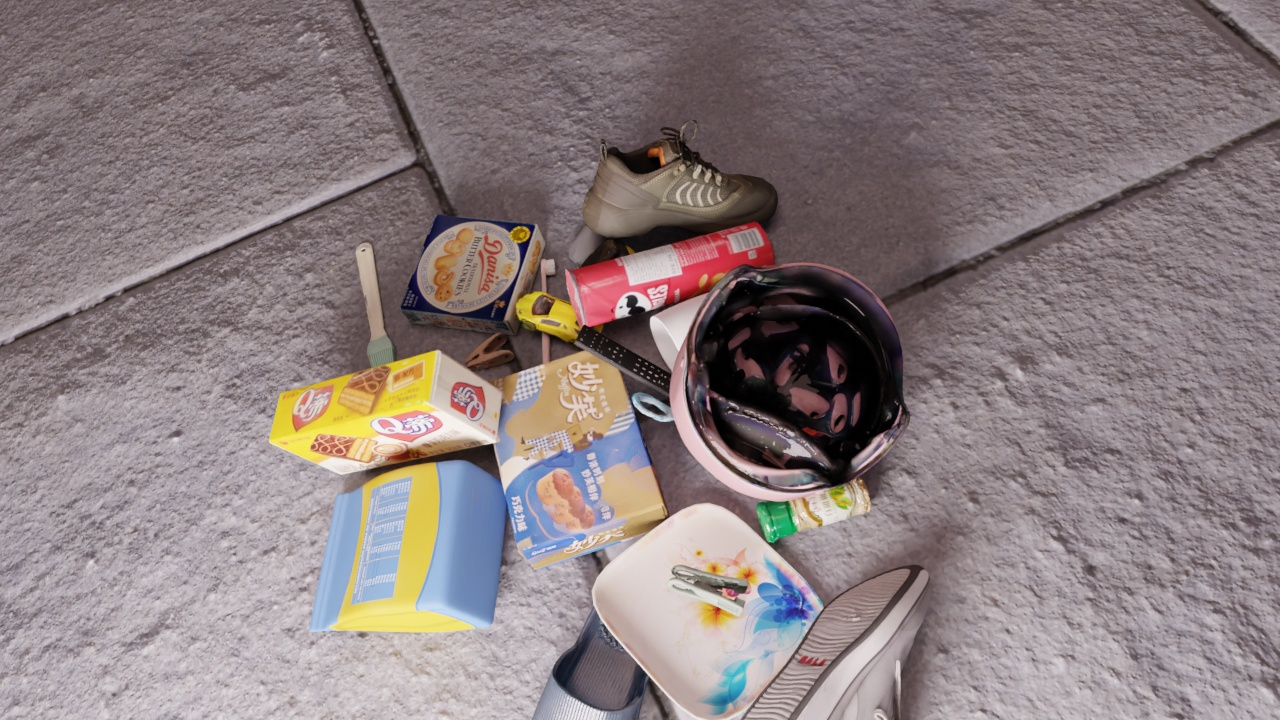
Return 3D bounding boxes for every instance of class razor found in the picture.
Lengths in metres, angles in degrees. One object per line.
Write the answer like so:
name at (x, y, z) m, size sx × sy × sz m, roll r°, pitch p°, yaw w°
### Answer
razor at (-0.037, -0.186, 1.147) m, size 0.057 × 0.060 × 0.156 m, roll 30°, pitch 90°, yaw 35°

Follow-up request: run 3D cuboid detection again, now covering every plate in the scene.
plate at (0.065, 0.238, 0.883) m, size 0.186 × 0.016 × 0.187 m, roll -31°, pitch 61°, yaw -31°

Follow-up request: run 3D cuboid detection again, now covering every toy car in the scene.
toy car at (-0.096, -0.051, 1.082) m, size 0.107 × 0.030 × 0.049 m, roll 19°, pitch 59°, yaw 2°

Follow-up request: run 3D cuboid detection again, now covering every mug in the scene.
mug at (0.062, -0.037, 1.040) m, size 0.087 × 0.081 × 0.114 m, roll -27°, pitch 29°, yaw -12°

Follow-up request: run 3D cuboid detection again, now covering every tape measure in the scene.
tape measure at (-0.034, -0.111, 1.097) m, size 0.066 × 0.064 × 0.037 m, roll -44°, pitch 48°, yaw 23°

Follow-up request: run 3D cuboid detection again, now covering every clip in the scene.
clip at (-0.177, -0.003, 1.088) m, size 0.060 × 0.024 × 0.039 m, roll -40°, pitch 59°, yaw -1°
clip at (0.063, 0.222, 0.870) m, size 0.078 × 0.023 × 0.049 m, roll 8°, pitch 47°, yaw -6°

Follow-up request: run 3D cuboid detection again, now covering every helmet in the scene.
helmet at (0.144, 0.027, 0.930) m, size 0.230 × 0.153 × 0.254 m, roll 34°, pitch 65°, yaw 2°

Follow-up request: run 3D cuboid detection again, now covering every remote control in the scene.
remote control at (-0.006, 0.006, 0.993) m, size 0.140 × 0.009 × 0.030 m, roll 30°, pitch 44°, yaw -7°

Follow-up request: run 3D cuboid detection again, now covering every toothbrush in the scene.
toothbrush at (-0.111, -0.048, 1.105) m, size 0.018 × 0.016 × 0.181 m, roll -4°, pitch 60°, yaw 1°

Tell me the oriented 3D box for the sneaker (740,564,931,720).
sneaker at (0.201, 0.298, 0.820) m, size 0.262 × 0.097 × 0.128 m, roll -43°, pitch 99°, yaw -30°

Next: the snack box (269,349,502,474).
snack box at (-0.273, 0.060, 0.979) m, size 0.231 × 0.110 × 0.061 m, roll -13°, pitch 58°, yaw 27°

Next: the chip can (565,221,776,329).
chip can at (0.035, -0.099, 1.054) m, size 0.233 × 0.073 × 0.073 m, roll -16°, pitch 60°, yaw -9°

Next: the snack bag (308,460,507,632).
snack bag at (-0.251, 0.199, 0.955) m, size 0.206 × 0.102 × 0.158 m, roll -11°, pitch 59°, yaw 23°

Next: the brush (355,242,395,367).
brush at (-0.337, -0.067, 1.160) m, size 0.033 × 0.012 × 0.217 m, roll -20°, pitch 58°, yaw 0°

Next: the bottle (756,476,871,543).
bottle at (0.175, 0.150, 0.928) m, size 0.111 × 0.043 × 0.043 m, roll -16°, pitch 60°, yaw 1°

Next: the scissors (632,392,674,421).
scissors at (0.059, 0.060, 1.001) m, size 0.140 × 0.013 × 0.114 m, roll 27°, pitch 28°, yaw 0°

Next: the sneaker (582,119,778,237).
sneaker at (0.051, -0.228, 1.076) m, size 0.237 × 0.143 × 0.101 m, roll -5°, pitch 36°, yaw -15°

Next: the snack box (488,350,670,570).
snack box at (-0.072, 0.100, 0.985) m, size 0.155 × 0.069 × 0.202 m, roll -18°, pitch 60°, yaw -1°

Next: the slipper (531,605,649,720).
slipper at (-0.045, 0.307, 0.860) m, size 0.101 × 0.082 × 0.263 m, roll 16°, pitch 65°, yaw 20°

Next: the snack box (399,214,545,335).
snack box at (-0.206, -0.108, 1.139) m, size 0.145 × 0.043 × 0.144 m, roll 7°, pitch 64°, yaw 15°
